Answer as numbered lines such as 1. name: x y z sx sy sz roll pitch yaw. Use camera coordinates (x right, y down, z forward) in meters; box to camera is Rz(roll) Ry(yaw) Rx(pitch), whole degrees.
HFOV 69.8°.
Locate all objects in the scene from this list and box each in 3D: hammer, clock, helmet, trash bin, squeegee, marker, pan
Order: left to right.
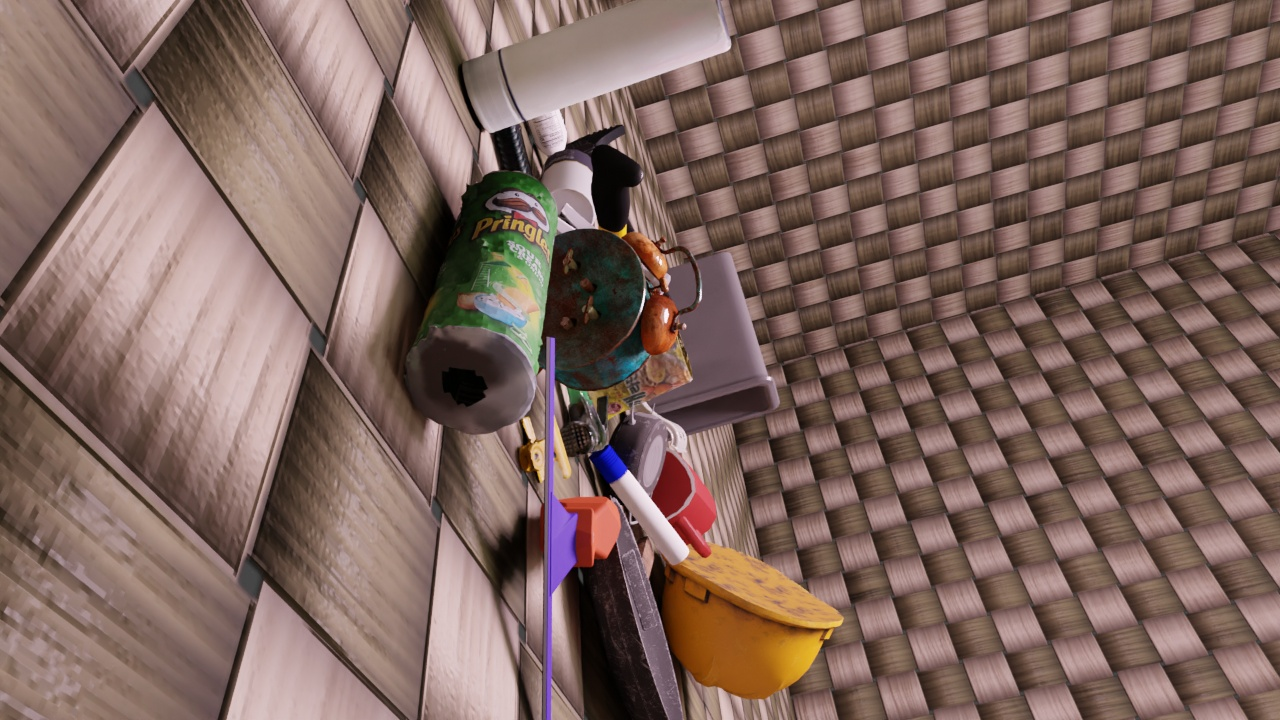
1. hammer: -0.085 -0.070 0.852 0.130 0.032 0.318 8 67 -81
2. squeegee: -0.041 0.116 0.637 0.185 0.055 0.249 82 8 -87
3. clock: -0.029 -0.046 0.722 0.073 0.158 0.121 47 28 -59
4. hammer: -0.025 -0.123 0.801 0.127 0.029 0.324 32 -6 2
5. hammer: -0.013 -0.163 1.046 0.015 0.095 0.324 65 0 -51
6. clock: -0.008 0.103 0.942 0.091 0.044 0.123 14 89 -72
7. pan: -0.006 0.214 0.837 0.357 0.040 0.207 -85 157 -89
8. marker: -0.001 0.140 0.888 0.133 0.023 0.027 54 -28 -10
9. trash bin: 0.071 -0.019 1.281 0.098 0.192 0.219 62 13 -58
10. helmet: 0.104 0.301 1.028 0.255 0.205 0.131 -168 -82 -83

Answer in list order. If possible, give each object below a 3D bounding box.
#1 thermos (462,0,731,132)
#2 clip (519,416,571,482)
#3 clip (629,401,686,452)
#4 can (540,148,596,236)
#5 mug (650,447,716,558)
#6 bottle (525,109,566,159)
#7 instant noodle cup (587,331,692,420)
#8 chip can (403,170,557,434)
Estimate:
1. thermos: -0.039 -0.266 0.803 0.068 0.230 0.068 -17 89 -82
2. clip: -0.072 0.067 0.682 0.048 0.046 0.054 -176 -110 -72
3. clip: 0.020 0.085 1.141 0.126 0.110 0.150 42 43 -81
4. can: -0.077 -0.177 0.983 0.127 0.064 0.064 -93 166 -57
5. mug: 0.040 0.165 1.019 0.116 0.080 0.096 54 0 32
6. bottle: -0.109 -0.273 1.033 0.041 0.041 0.116 -89 163 -64
7. instant noodle cup: -0.006 0.005 0.975 0.102 0.108 0.102 -17 89 -83
8. chip can: -0.093 -0.045 0.575 0.222 0.075 0.075 -92 165 -58
